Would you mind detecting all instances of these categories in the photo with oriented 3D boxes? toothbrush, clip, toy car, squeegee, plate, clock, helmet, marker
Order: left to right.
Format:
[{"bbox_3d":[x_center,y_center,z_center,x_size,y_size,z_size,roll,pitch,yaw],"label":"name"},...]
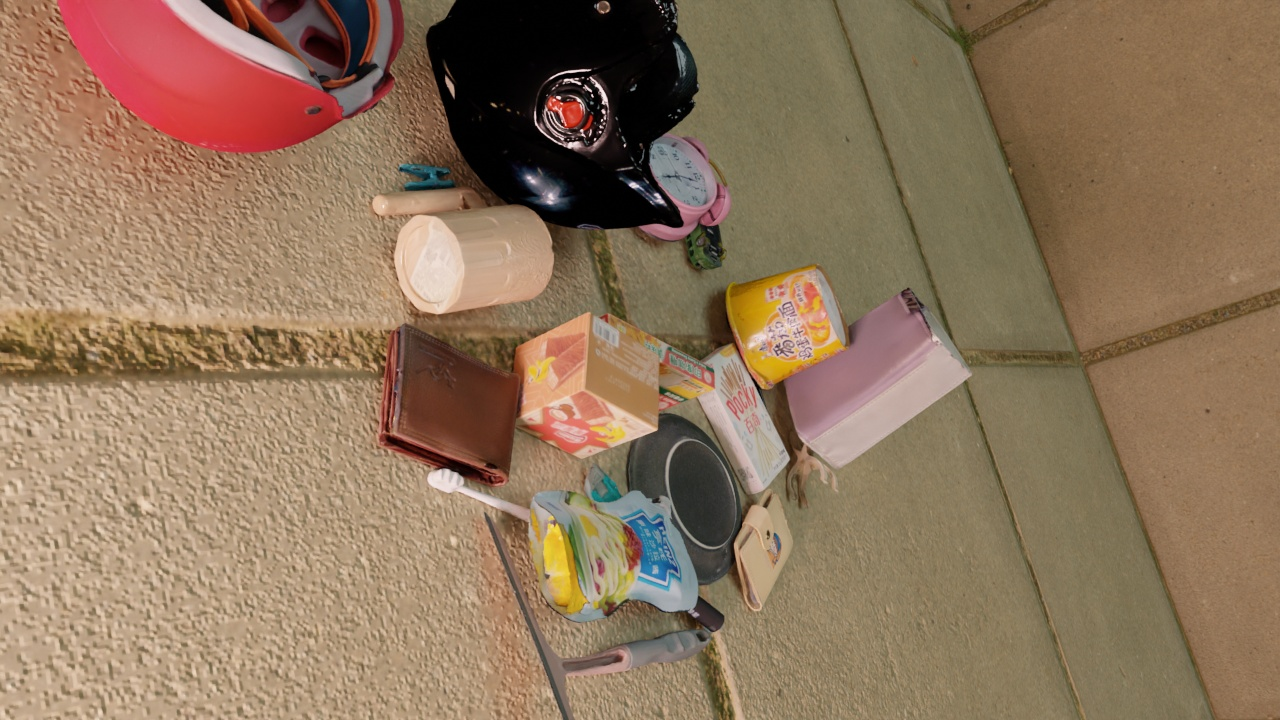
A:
[{"bbox_3d":[-0.275,-0.234,0.611,0.207,0.144,0.239,54,23,-18],"label":"helmet"},{"bbox_3d":[-0.183,-0.157,0.792,0.056,0.014,0.043,-9,78,-52],"label":"clip"},{"bbox_3d":[-0.096,0.122,0.745,0.180,0.016,0.016,32,50,-39],"label":"toothbrush"},{"bbox_3d":[-0.059,-0.232,0.815,0.233,0.230,0.274,-23,95,-79],"label":"helmet"},{"bbox_3d":[-0.015,0.245,0.762,0.249,0.040,0.247,15,42,-54],"label":"squeegee"},{"bbox_3d":[0.028,0.206,0.844,0.132,0.020,0.022,43,63,-20],"label":"marker"},{"bbox_3d":[0.043,-0.202,1.046,0.158,0.060,0.117,-14,74,-45],"label":"clock"},{"bbox_3d":[0.055,0.136,0.926,0.179,0.024,0.179,30,49,-41],"label":"plate"},{"bbox_3d":[0.076,-0.151,1.104,0.043,0.036,0.091,24,54,-42],"label":"toy car"},{"bbox_3d":[0.135,0.026,1.102,0.017,0.014,0.189,-7,77,-43],"label":"toothbrush"},{"bbox_3d":[0.211,0.124,1.101,0.035,0.093,0.102,36,56,-35],"label":"clip"}]

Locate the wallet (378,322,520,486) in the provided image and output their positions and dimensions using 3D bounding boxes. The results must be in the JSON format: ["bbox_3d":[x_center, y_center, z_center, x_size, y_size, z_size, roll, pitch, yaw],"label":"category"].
[{"bbox_3d":[-0.146,0.035,0.718,0.124,0.032,0.101,29,47,-41],"label":"wallet"}]

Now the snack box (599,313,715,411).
[{"bbox_3d":[-0.005,0.005,0.876,0.155,0.077,0.027,26,52,-43],"label":"snack box"}]

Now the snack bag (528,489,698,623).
[{"bbox_3d":[-0.015,0.162,0.771,0.190,0.039,0.110,12,47,-53],"label":"snack bag"}]

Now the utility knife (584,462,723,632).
[{"bbox_3d":[0.014,0.180,0.852,0.029,0.013,0.216,-46,110,-22],"label":"utility knife"}]

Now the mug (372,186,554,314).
[{"bbox_3d":[-0.148,-0.098,0.758,0.124,0.084,0.103,48,33,17],"label":"mug"}]

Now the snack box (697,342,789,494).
[{"bbox_3d":[0.112,0.064,1.039,0.084,0.027,0.157,-33,99,-54],"label":"snack box"}]

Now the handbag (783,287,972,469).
[{"bbox_3d":[0.276,0.019,1.103,0.098,0.197,0.144,38,25,-30],"label":"handbag"}]

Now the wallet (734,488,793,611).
[{"bbox_3d":[0.132,0.197,0.981,0.114,0.024,0.087,-43,118,-52],"label":"wallet"}]

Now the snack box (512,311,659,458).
[{"bbox_3d":[-0.048,0.024,0.794,0.092,0.095,0.076,31,48,-39],"label":"snack box"}]

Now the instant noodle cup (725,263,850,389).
[{"bbox_3d":[0.179,-0.046,1.092,0.138,0.110,0.137,49,30,-42],"label":"instant noodle cup"}]
